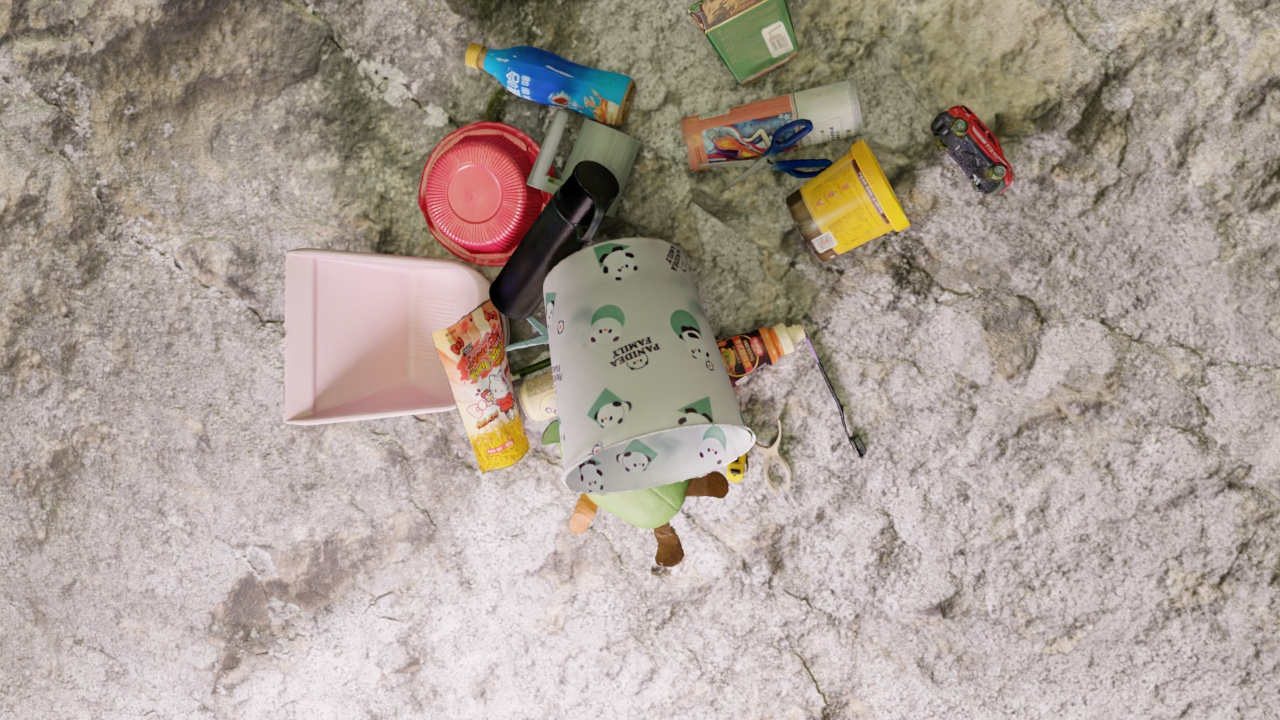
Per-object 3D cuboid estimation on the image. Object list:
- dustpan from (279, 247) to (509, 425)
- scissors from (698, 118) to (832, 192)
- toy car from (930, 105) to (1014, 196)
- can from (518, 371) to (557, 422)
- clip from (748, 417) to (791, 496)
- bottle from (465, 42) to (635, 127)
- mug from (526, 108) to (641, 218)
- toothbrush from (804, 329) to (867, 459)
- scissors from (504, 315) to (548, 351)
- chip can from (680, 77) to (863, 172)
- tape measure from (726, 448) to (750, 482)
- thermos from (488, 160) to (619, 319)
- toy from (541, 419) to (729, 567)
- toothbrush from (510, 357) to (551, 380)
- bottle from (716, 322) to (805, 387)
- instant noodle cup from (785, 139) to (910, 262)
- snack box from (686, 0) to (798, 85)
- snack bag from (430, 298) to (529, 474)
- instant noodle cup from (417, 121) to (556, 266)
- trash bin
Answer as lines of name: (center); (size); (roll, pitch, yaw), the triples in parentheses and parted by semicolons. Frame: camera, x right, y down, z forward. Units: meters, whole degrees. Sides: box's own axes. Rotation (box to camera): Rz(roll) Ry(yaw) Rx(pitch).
dustpan: (-0.309, -0.033, 1.184); (0.139, 0.272, 0.223); (11, 105, 32)
scissors: (0.160, -0.246, 1.124); (0.175, 0.163, 0.012); (1, 69, -15)
toy car: (0.404, -0.254, 1.105); (0.045, 0.053, 0.120); (-36, 88, -12)
can: (-0.101, 0.038, 1.233); (0.116, 0.058, 0.058); (-21, 95, 12)
clip: (0.177, 0.128, 1.219); (0.070, 0.034, 0.100); (-18, 88, 12)
bottle: (-0.117, -0.359, 1.166); (0.219, 0.065, 0.065); (20, 102, 6)
mug: (-0.070, -0.249, 1.157); (0.123, 0.084, 0.103); (17, 101, -30)
toothbrush: (0.254, 0.043, 1.200); (0.017, 0.014, 0.189); (-25, 94, 5)
scissors: (-0.113, -0.025, 1.215); (0.133, 0.017, 0.133); (-15, 62, -10)
chip can: (0.160, -0.289, 1.130); (0.215, 0.071, 0.071); (-10, 98, 11)
tape measure: (0.130, 0.132, 1.212); (0.029, 0.060, 0.057); (6, 72, 6)
thermos: (-0.111, -0.137, 1.135); (0.068, 0.089, 0.243); (16, 141, -26)
toy: (-0.012, 0.147, 1.218); (0.247, 0.090, 0.227); (39, 83, 1)
toothbrush: (-0.169, 0.023, 1.266); (0.186, 0.012, 0.017); (-22, 101, 12)
bottle: (0.143, -0.010, 1.187); (0.149, 0.066, 0.067); (-24, 95, 5)
instant noodle cup: (0.248, -0.187, 1.114); (0.115, 0.118, 0.118); (-30, 94, 20)
snack box: (0.134, -0.395, 1.096); (0.118, 0.117, 0.105); (-26, 99, 15)
snack bag: (-0.204, 0.035, 1.205); (0.073, 0.128, 0.208); (1, 114, 28)
instant noodle cup: (-0.209, -0.217, 1.205); (0.194, 0.065, 0.194); (2, 101, 10)
trash bin: (-0.007, 0.006, 1.100); (0.230, 0.229, 0.251); (-19, 68, 11)
